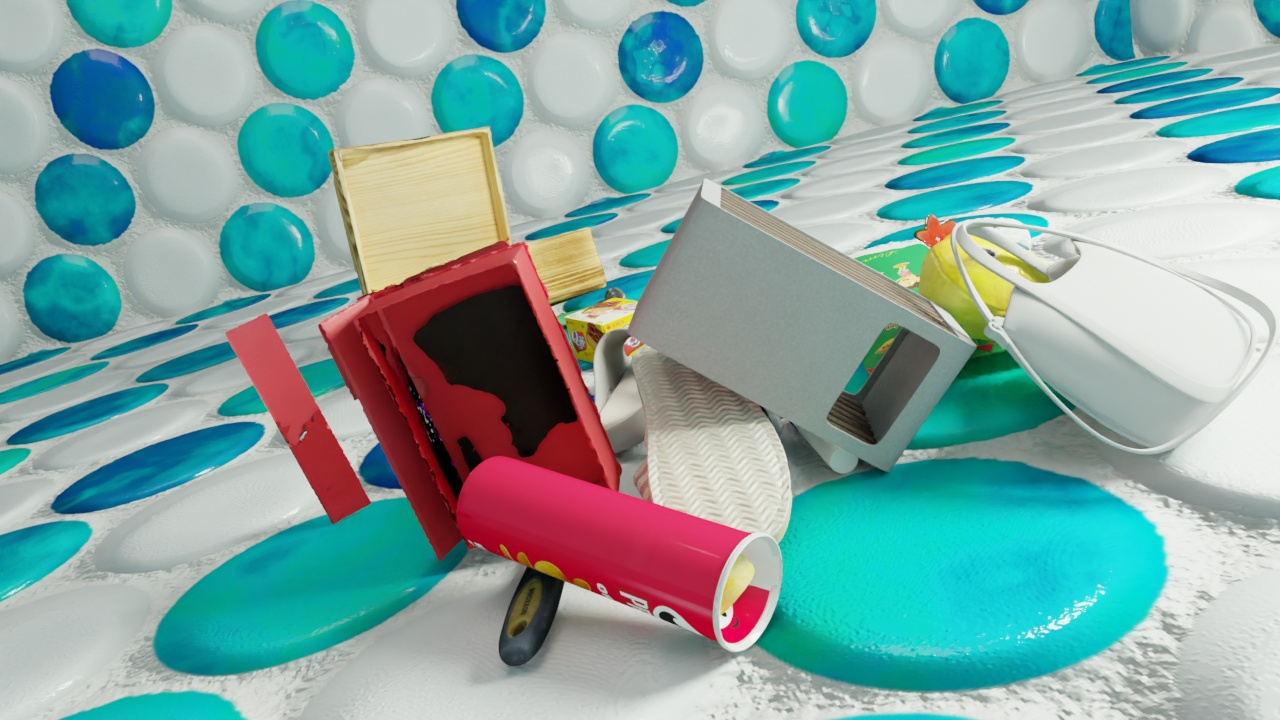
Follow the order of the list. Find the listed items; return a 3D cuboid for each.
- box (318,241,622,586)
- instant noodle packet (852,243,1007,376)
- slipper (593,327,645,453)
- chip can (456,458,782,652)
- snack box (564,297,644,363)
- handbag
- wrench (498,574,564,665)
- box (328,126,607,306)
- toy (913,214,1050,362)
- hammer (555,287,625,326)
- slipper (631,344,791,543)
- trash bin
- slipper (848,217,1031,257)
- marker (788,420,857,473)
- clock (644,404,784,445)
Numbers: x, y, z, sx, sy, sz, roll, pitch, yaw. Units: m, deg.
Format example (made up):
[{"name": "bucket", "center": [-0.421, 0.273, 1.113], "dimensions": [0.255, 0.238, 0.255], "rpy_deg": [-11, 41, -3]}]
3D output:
[{"name": "box", "center": [-0.122, 0.046, 0.661], "dimensions": [0.165, 0.214, 0.153], "rpy_deg": [-20, 17, 5]}, {"name": "instant noodle packet", "center": [0.298, -0.065, 0.933], "dimensions": [0.196, 0.090, 0.252], "rpy_deg": [-12, 29, 4]}, {"name": "slipper", "center": [-0.006, 0.006, 0.951], "dimensions": [0.113, 0.080, 0.265], "rpy_deg": [-32, 13, 21]}, {"name": "chip can", "center": [-0.022, 0.118, 0.595], "dimensions": [0.221, 0.069, 0.069], "rpy_deg": [11, 29, 38]}, {"name": "snack box", "center": [-0.033, -0.037, 1.178], "dimensions": [0.083, 0.061, 0.106], "rpy_deg": [-23, 19, -26]}, {"name": "handbag", "center": [0.324, -0.042, 0.673], "dimensions": [0.222, 0.096, 0.215], "rpy_deg": [39, 44, 21]}, {"name": "wrench", "center": [-0.064, 0.141, 0.692], "dimensions": [0.073, 0.022, 0.273], "rpy_deg": [-17, 15, 10]}, {"name": "box", "center": [-0.282, -0.204, 1.397], "dimensions": [0.278, 0.334, 0.287], "rpy_deg": [-23, 3, -37]}, {"name": "toy", "center": [0.318, -0.046, 0.784], "dimensions": [0.133, 0.092, 0.207], "rpy_deg": [-15, 43, -40]}, {"name": "hammer", "center": [-0.173, -0.045, 1.382], "dimensions": [0.319, 0.032, 0.130], "rpy_deg": [-15, 17, -2]}, {"name": "slipper", "center": [0.046, 0.067, 0.722], "dimensions": [0.115, 0.052, 0.262], "rpy_deg": [-15, 36, 1]}, {"name": "trash bin", "center": [0.122, -0.031, 0.722], "dimensions": [0.229, 0.115, 0.114], "rpy_deg": [28, 19, -4]}, {"name": "slipper", "center": [0.352, -0.112, 1.088], "dimensions": [0.246, 0.074, 0.112], "rpy_deg": [-16, -14, -11]}, {"name": "marker", "center": [0.148, 0.060, 0.775], "dimensions": [0.023, 0.027, 0.133], "rpy_deg": [-15, 19, -4]}, {"name": "clock", "center": [0.072, 0.064, 0.808], "dimensions": [0.122, 0.035, 0.095], "rpy_deg": [-26, 20, -31]}]
